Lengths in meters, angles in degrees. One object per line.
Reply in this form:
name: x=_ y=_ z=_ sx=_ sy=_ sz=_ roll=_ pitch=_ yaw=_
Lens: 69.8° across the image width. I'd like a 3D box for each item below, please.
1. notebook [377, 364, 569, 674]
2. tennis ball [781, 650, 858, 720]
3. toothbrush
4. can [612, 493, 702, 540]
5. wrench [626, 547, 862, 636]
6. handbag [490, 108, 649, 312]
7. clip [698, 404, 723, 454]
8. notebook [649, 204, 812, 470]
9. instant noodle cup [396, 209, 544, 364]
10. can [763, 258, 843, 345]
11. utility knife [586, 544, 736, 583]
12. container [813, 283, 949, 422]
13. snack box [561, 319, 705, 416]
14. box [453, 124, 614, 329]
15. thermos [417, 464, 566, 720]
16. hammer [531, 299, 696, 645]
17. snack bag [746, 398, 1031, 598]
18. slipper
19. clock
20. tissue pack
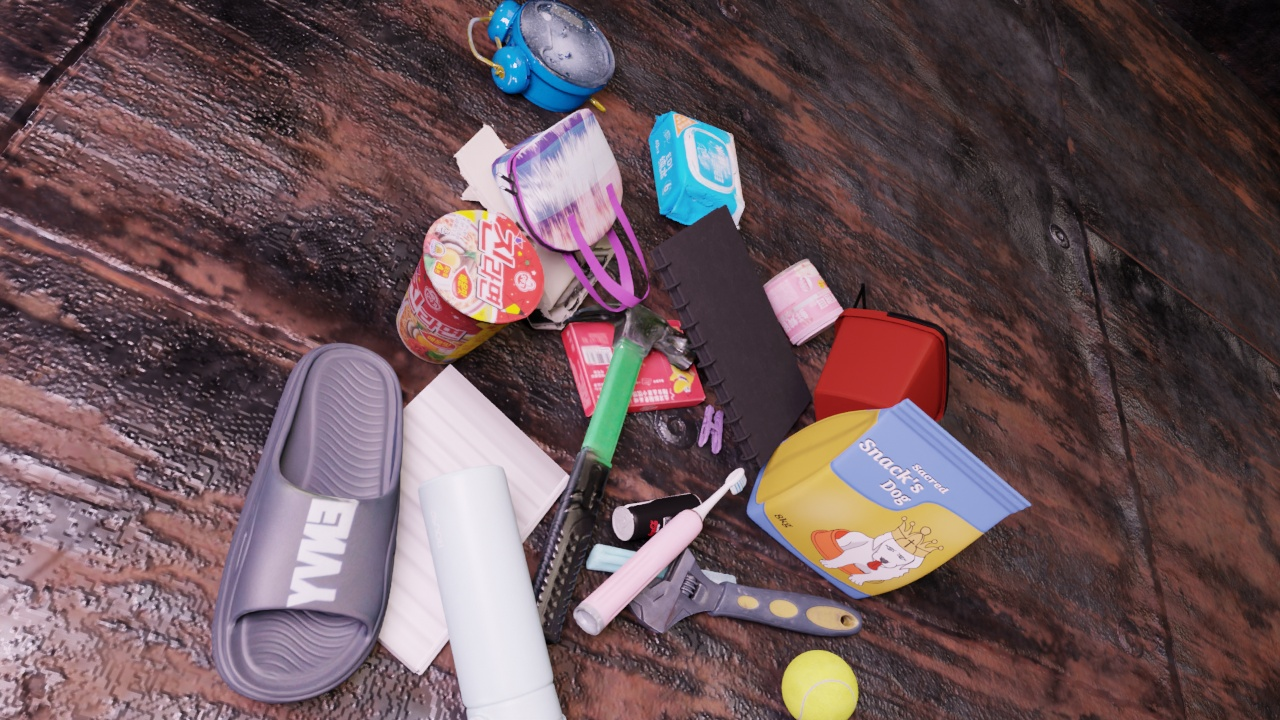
notebook: x=-0.159 y=0.114 z=0.711 sx=0.142 sy=0.009 sz=0.209 roll=44 pitch=47 yaw=-6
tennis ball: x=0.156 y=0.287 z=0.801 sx=0.065 sy=0.065 sz=0.065 roll=18 pitch=55 yaw=-27
toothbrush: x=0.027 y=0.152 z=0.774 sx=0.221 sy=0.027 sz=0.026 roll=-35 pitch=114 yaw=-40
can: x=0.016 y=0.138 z=0.810 sx=0.080 sy=0.032 sz=0.031 roll=-3 pitch=66 yaw=-37
wrench: x=0.099 y=0.219 z=0.823 sx=0.273 sy=0.022 sz=0.073 roll=18 pitch=70 yaw=-30
handbag: x=-0.047 y=-0.120 z=0.798 sx=0.170 sy=0.068 sz=0.144 roll=60 pitch=41 yaw=-17
clip: x=0.069 y=0.067 z=0.905 sx=0.036 sy=0.013 sz=0.052 roll=27 pitch=49 yaw=-22
notebook: x=0.096 y=-0.027 z=0.913 sx=0.168 sy=0.019 sz=0.231 roll=-40 pitch=108 yaw=-53
instant noodle cup: x=-0.148 y=-0.049 z=0.744 sx=0.100 sy=0.113 sz=0.100 roll=18 pitch=54 yaw=-28
can: x=0.181 y=-0.064 z=1.026 sx=0.067 sy=0.067 sz=0.076 roll=-25 pitch=80 yaw=-42
utility knife: x=0.024 y=0.183 z=0.801 sx=0.158 sy=0.015 sz=0.022 roll=17 pitch=78 yaw=-28
container: x=0.264 y=0.007 z=0.982 sx=0.200 sy=0.127 sz=0.148 roll=-55 pitch=144 yaw=-33
snack box: x=-0.005 y=0.005 z=0.879 sx=0.132 sy=0.021 sz=0.089 roll=-3 pitch=67 yaw=-38
box: x=-0.111 y=-0.131 z=0.853 sx=0.186 sy=0.101 sz=0.144 roll=56 pitch=42 yaw=-24
thermos: x=-0.107 y=0.182 z=0.656 sx=0.077 sy=0.065 sz=0.206 roll=4 pitch=68 yaw=-58
hammer: x=-0.040 y=0.082 z=0.782 sx=0.130 sy=0.032 sz=0.317 roll=32 pitch=55 yaw=-23
snack bag: x=0.225 y=0.123 z=0.852 sx=0.159 sy=0.206 sz=0.102 roll=39 pitch=48 yaw=-11
slipper: x=-0.207 y=0.093 z=0.628 sx=0.110 sy=0.084 sz=0.267 roll=20 pitch=52 yaw=-27
clock: x=-0.106 y=-0.328 z=0.978 sx=0.161 sy=0.061 sz=0.116 roll=10 pitch=60 yaw=-30
tissue pack: x=0.065 y=-0.210 z=1.031 sx=0.092 sy=0.062 sz=0.144 roll=12 pitch=58 yaw=-31
